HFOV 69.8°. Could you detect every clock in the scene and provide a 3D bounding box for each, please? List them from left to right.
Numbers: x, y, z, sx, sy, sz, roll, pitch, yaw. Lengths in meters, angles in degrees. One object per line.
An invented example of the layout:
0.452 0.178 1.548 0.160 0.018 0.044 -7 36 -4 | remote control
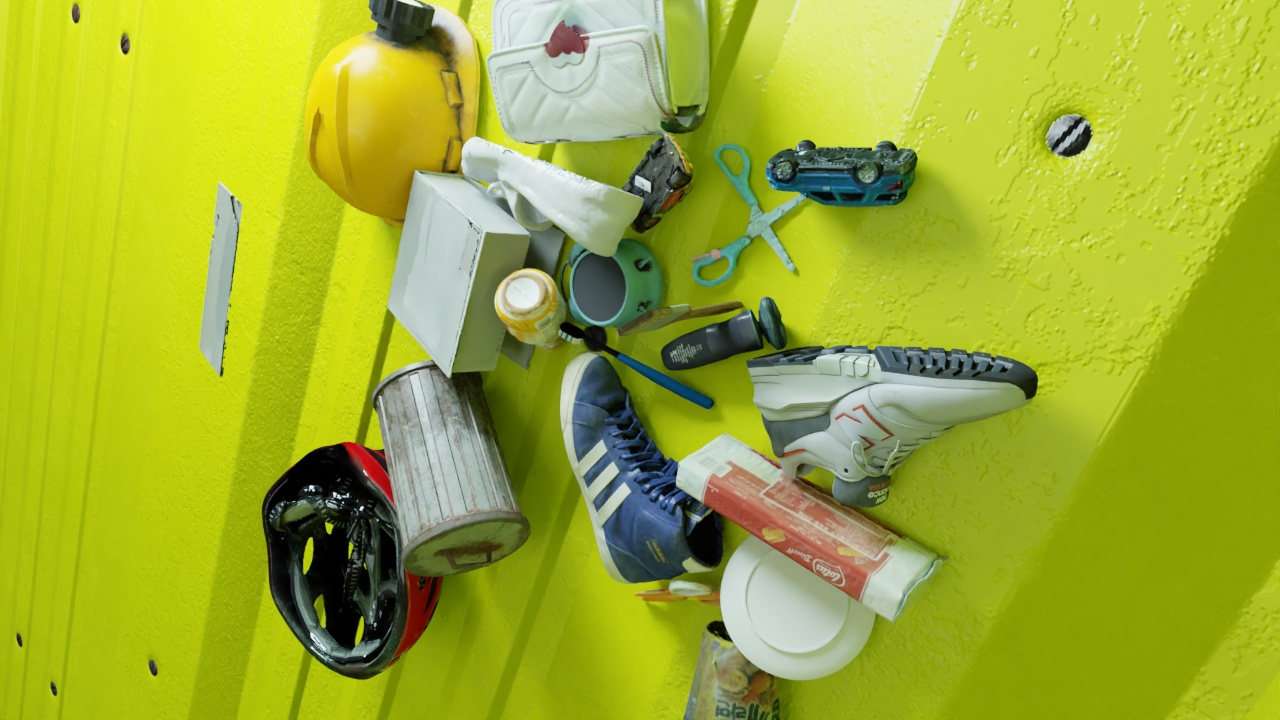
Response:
-0.036 -0.074 0.892 0.124 0.053 0.090 6 100 38 | clock

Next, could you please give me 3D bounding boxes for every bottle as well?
-0.104 -0.045 0.914 0.063 0.108 0.063 -3 69 7 | bottle

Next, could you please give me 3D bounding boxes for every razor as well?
0.072 -0.018 0.827 0.143 0.052 0.047 -19 88 42 | razor

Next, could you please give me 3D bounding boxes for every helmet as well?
-0.329 0.231 1.080 0.218 0.166 0.272 -14 83 25 | helmet
-0.292 -0.268 1.002 0.205 0.131 0.256 33 116 27 | helmet

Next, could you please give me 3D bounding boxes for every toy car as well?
0.022 -0.162 0.836 0.047 0.047 0.112 60 146 10 | toy car
0.160 -0.149 0.737 0.120 0.056 0.044 10 126 29 | toy car

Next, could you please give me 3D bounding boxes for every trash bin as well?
-0.201 0.119 0.965 0.131 0.130 0.211 -42 56 33 | trash bin

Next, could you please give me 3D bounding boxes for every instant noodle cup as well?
0.088 0.303 0.843 0.102 0.102 0.108 7 93 35 | instant noodle cup

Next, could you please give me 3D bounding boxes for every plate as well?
0.135 0.207 0.797 0.135 0.011 0.134 -5 73 16 | plate

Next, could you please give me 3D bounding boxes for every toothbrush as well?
-0.005 0.005 0.879 0.168 0.014 0.014 28 125 11 | toothbrush

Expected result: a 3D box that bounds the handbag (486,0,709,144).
-0.042 -0.272 0.840 0.199 0.096 0.142 3 100 34 | handbag

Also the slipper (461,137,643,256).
-0.094 -0.161 0.885 0.247 0.112 0.074 32 90 41 | slipper

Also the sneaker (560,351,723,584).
0.008 0.099 0.863 0.119 0.091 0.233 -9 92 41 | sneaker

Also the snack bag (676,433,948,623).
0.139 0.136 0.783 0.225 0.077 0.041 31 125 28 | snack bag

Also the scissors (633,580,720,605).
0.030 0.227 0.892 0.131 0.070 0.013 -16 53 45 | scissors

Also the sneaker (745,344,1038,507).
0.193 0.056 0.734 0.240 0.088 0.124 6 105 44 | sneaker

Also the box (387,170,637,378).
-0.103 -0.115 1.084 0.172 0.402 0.169 33 118 28 | box

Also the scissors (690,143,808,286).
0.088 -0.127 0.821 0.135 0.015 0.135 -30 82 29 | scissors

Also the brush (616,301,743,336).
0.044 -0.040 0.783 0.045 0.142 0.008 -29 78 44 | brush
